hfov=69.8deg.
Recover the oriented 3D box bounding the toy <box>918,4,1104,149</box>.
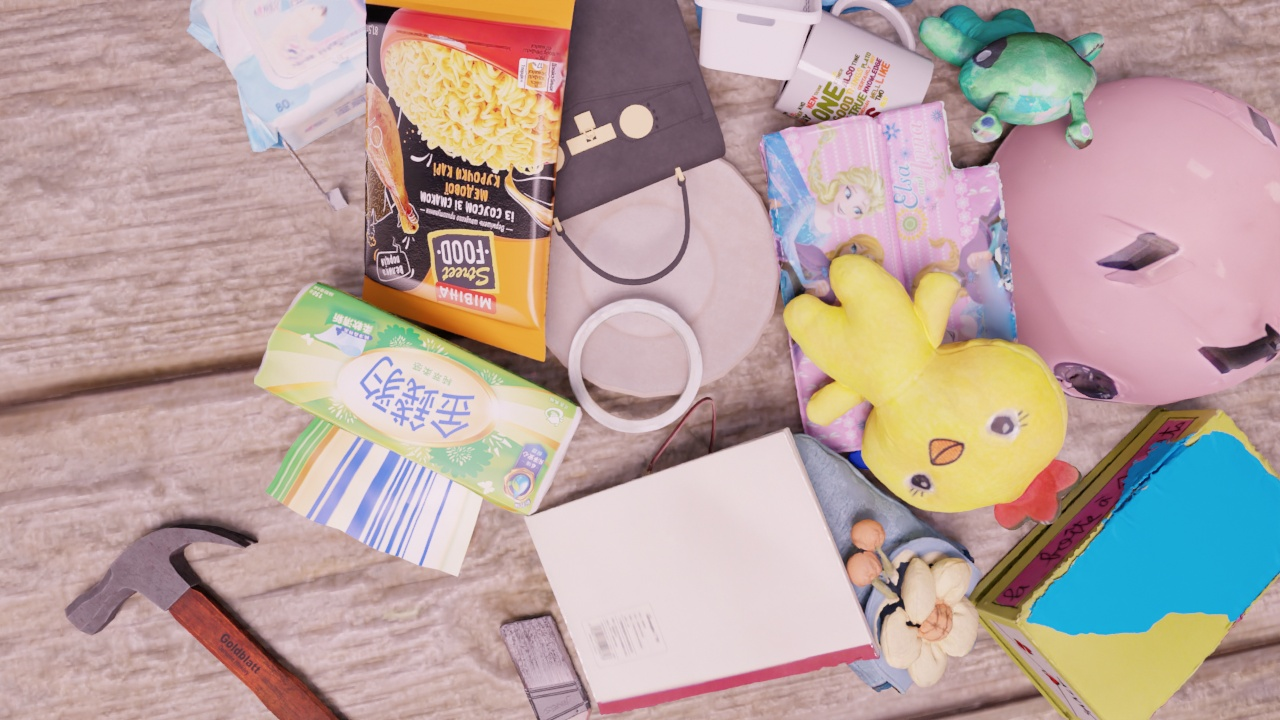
[{"bbox_3d":[0.258,-0.203,0.642,0.130,0.192,0.072,4,129,2],"label":"toy"}]

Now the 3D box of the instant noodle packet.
[{"bbox_3d":[-0.118,-0.122,0.583,0.160,0.032,0.221,17,113,26],"label":"instant noodle packet"}]

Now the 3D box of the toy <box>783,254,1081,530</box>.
[{"bbox_3d":[0.186,0.020,0.591,0.207,0.092,0.134,39,125,-6],"label":"toy"}]

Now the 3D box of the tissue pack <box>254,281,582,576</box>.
[{"bbox_3d":[-0.153,0.054,0.602,0.198,0.120,0.141,25,85,4],"label":"tissue pack"}]

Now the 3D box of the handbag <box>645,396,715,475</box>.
[{"bbox_3d":[0.026,0.081,0.639,0.055,0.029,0.120,22,100,-5],"label":"handbag"}]

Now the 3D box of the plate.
[{"bbox_3d":[0.006,-0.067,0.665,0.188,0.027,0.188,0,86,-5],"label":"plate"}]

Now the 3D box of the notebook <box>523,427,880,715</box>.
[{"bbox_3d":[0.031,0.146,0.603,0.209,0.012,0.153,-22,89,27],"label":"notebook"}]

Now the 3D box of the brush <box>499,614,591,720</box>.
[{"bbox_3d":[-0.053,0.248,0.643,0.039,0.012,0.151,-23,88,-7],"label":"brush"}]

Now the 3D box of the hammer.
[{"bbox_3d":[-0.235,0.231,0.619,0.300,0.028,0.111,45,84,-1],"label":"hammer"}]

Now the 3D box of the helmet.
[{"bbox_3d":[0.376,-0.086,0.647,0.255,0.153,0.229,43,80,-7],"label":"helmet"}]

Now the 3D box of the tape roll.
[{"bbox_3d":[-0.004,0.004,0.636,0.093,0.013,0.093,0,85,-6],"label":"tape roll"}]

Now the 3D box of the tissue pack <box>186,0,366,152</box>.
[{"bbox_3d":[-0.212,-0.230,0.636,0.182,0.070,0.112,-29,89,-6],"label":"tissue pack"}]

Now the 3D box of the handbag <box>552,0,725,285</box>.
[{"bbox_3d":[-0.031,-0.141,0.626,0.176,0.072,0.195,-23,82,-1],"label":"handbag"}]

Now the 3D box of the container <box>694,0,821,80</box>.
[{"bbox_3d":[0.079,-0.239,0.632,0.081,0.129,0.050,10,129,2],"label":"container"}]

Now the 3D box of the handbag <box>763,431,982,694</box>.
[{"bbox_3d":[0.141,0.135,0.617,0.192,0.119,0.121,39,84,-5],"label":"handbag"}]

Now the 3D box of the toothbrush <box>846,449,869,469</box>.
[{"bbox_3d":[0.241,0.080,0.684,0.182,0.018,0.016,6,85,-8],"label":"toothbrush"}]

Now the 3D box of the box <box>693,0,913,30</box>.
[{"bbox_3d":[0.111,-0.373,0.697,0.174,0.033,0.231,-10,87,-6],"label":"box"}]

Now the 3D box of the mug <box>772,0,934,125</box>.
[{"bbox_3d":[0.158,-0.214,0.667,0.089,0.073,0.105,23,84,-3],"label":"mug"}]

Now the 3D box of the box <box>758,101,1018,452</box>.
[{"bbox_3d":[0.177,-0.056,0.636,0.159,0.035,0.230,-10,102,8],"label":"box"}]

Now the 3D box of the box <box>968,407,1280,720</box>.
[{"bbox_3d":[0.360,0.147,0.660,0.220,0.081,0.124,-44,92,-10],"label":"box"}]

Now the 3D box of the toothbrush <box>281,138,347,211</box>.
[{"bbox_3d":[-0.200,-0.115,0.572,0.010,0.181,0.010,-25,93,-10],"label":"toothbrush"}]
